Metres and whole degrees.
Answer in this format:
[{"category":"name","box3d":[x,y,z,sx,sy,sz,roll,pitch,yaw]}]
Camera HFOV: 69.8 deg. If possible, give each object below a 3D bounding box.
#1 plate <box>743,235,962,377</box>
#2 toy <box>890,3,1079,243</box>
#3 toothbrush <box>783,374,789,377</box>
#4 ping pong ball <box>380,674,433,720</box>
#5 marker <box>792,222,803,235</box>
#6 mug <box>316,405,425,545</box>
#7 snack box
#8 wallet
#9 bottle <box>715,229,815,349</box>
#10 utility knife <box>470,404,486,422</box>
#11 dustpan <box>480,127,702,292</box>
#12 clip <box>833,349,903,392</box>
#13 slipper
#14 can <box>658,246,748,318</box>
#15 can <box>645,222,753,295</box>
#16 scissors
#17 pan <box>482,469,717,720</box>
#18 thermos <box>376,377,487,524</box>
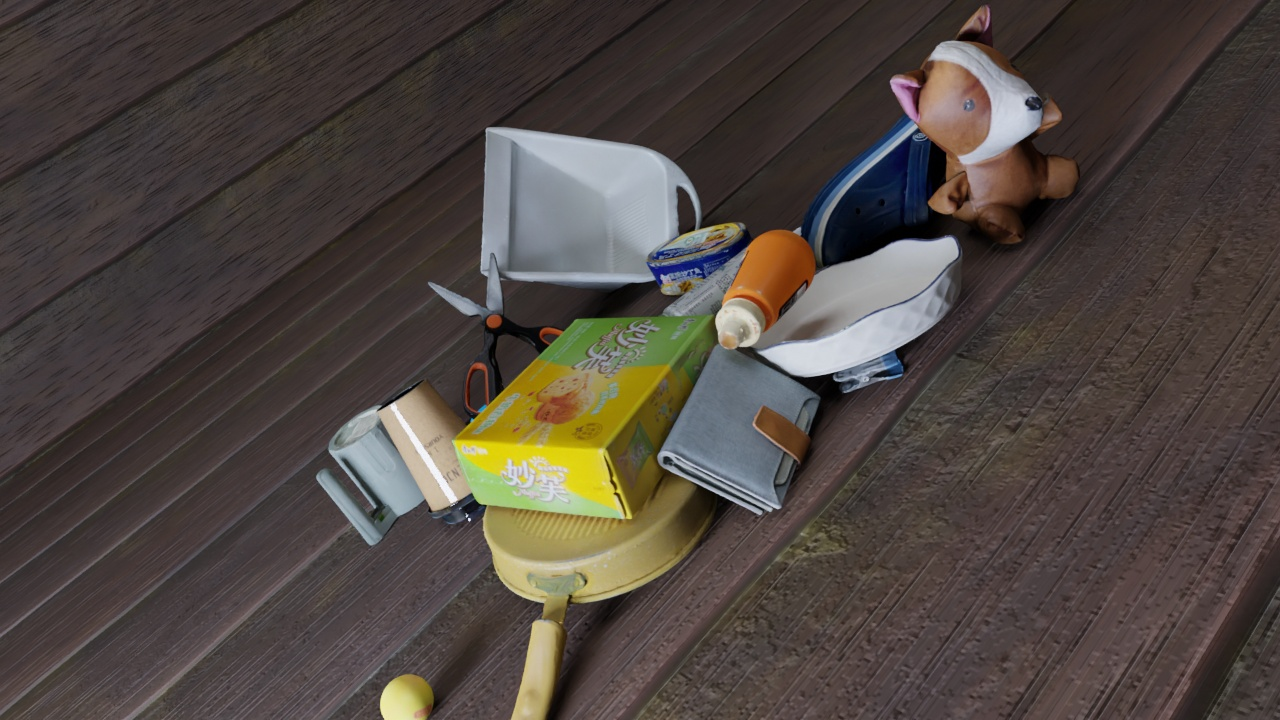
[{"category":"plate","box3d":[0.190,-0.047,0.816,0.205,0.045,0.204,-26,13,6]},{"category":"toy","box3d":[0.311,-0.204,0.824,0.140,0.199,0.131,-41,23,-17]},{"category":"toothbrush","box3d":[0.130,0.009,0.852,0.186,0.017,0.012,-20,18,23]},{"category":"ping pong ball","box3d":[-0.181,0.265,0.712,0.040,0.040,0.040,-26,26,13]},{"category":"marker","box3d":[0.169,-0.135,1.073,0.130,0.018,0.022,-36,40,-10]},{"category":"mug","box3d":[-0.297,0.126,1.027,0.084,0.103,0.123,-15,29,32]},{"category":"snack box","box3d":[-0.036,0.040,0.790,0.158,0.070,0.209,0,32,33]},{"category":"wallet","box3d":[0.086,0.053,0.742,0.129,0.106,0.037,-59,-8,-40]},{"category":"bottle","box3d":[0.104,-0.057,0.806,0.067,0.067,0.149,-10,29,38]},{"category":"utility knife","box3d":[-0.139,0.086,1.023,0.034,0.018,0.223,-40,27,-18]},{"category":"dustpan","box3d":[-0.058,-0.201,1.201,0.143,0.257,0.222,-24,60,45]},{"category":"clip","box3d":[0.193,0.009,0.779,0.058,0.036,0.025,-22,29,21]},{"category":"slipper","box3d":[0.270,-0.175,0.950,0.252,0.105,0.095,-45,54,-13]},{"category":"can","box3d":[0.091,-0.069,0.992,0.146,0.058,0.058,-38,25,-12]},{"category":"can","box3d":[0.076,-0.124,1.122,0.148,0.049,0.074,-8,35,41]},{"category":"scissors","box3d":[-0.161,-0.026,1.094,0.232,0.022,0.220,12,65,4]},{"category":"pan","box3d":[-0.055,0.176,0.712,0.198,0.078,0.356,-6,29,25]},{"category":"thermos","box3d":[-0.207,0.094,0.952,0.093,0.143,0.093,-31,12,7]}]
